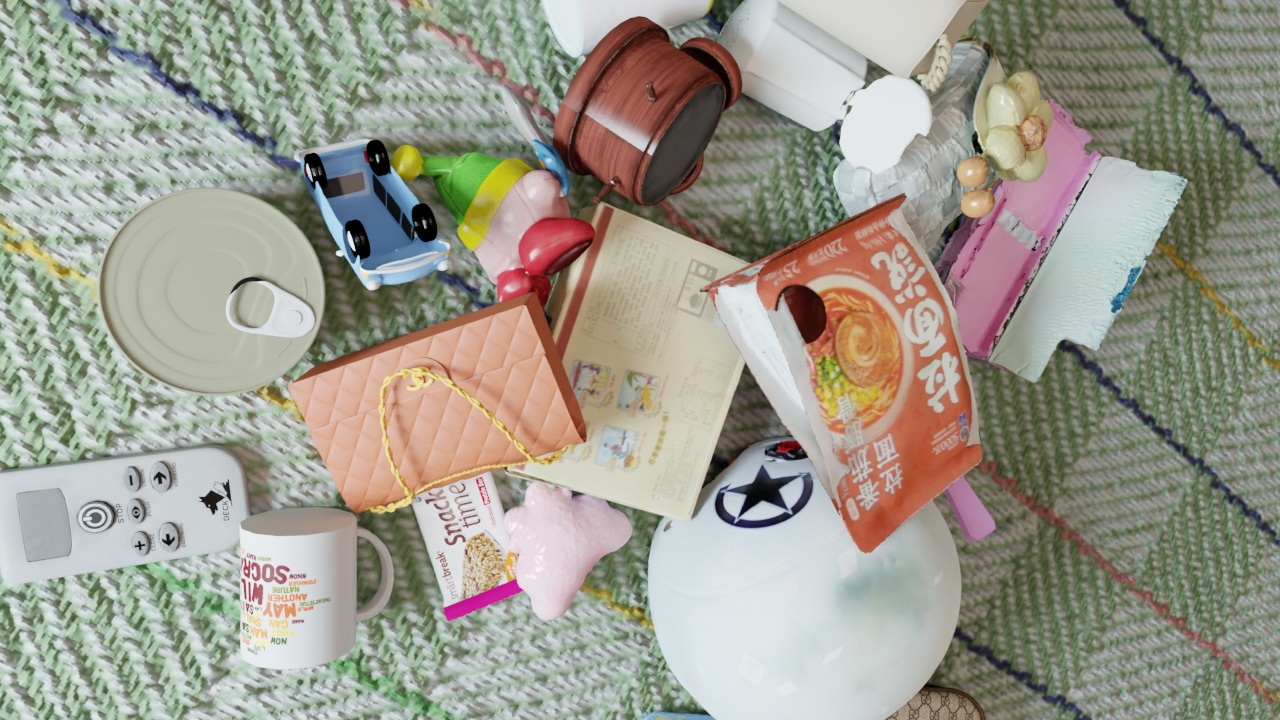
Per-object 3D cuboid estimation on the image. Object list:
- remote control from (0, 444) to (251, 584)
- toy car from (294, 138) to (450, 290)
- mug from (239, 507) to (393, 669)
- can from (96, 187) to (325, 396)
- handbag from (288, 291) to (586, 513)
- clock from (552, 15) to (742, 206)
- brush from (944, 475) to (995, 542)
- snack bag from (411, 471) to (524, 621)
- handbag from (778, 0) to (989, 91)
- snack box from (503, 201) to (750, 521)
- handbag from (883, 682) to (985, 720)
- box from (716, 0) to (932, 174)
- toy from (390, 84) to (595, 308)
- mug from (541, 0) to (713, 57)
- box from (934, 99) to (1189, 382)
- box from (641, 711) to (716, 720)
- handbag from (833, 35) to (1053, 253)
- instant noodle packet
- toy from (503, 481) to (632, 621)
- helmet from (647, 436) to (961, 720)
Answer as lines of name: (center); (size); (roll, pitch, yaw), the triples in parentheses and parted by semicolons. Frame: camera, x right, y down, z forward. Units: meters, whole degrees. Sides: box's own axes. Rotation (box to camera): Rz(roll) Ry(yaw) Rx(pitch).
remote control: (-0.344, 0.101, 0.614); (0.151, 0.019, 0.074); (-6, 98, -19)
toy car: (-0.175, -0.094, 0.596); (0.056, 0.153, 0.055); (-20, 139, -25)
mug: (-0.222, 0.153, 0.638); (0.105, 0.074, 0.089); (-3, 97, -40)
can: (-0.272, -0.045, 0.594); (0.127, 0.073, 0.128); (-2, 96, -19)
handbag: (-0.136, 0.036, 0.626); (0.172, 0.060, 0.109); (-18, 105, 8)
clock: (0.011, -0.174, 0.656); (0.072, 0.157, 0.121); (37, 123, 13)
brush: (0.233, 0.039, 0.752); (0.089, 0.043, 0.228); (-23, 80, -27)
snack bag: (-0.142, 0.096, 0.686); (0.070, 0.016, 0.196); (-18, 102, -15)
handbag: (0.144, -0.293, 0.655); (0.210, 0.208, 0.104); (29, 130, -9)
snack box: (-0.004, 0.004, 0.704); (0.153, 0.055, 0.207); (19, 89, -20)
handbag: (0.231, 0.352, 0.804); (0.166, 0.063, 0.138); (15, 77, -31)
box: (0.134, -0.209, 0.688); (0.136, 0.143, 0.083); (21, 111, -22)
toy: (-0.101, -0.108, 0.637); (0.096, 0.124, 0.131); (-21, 73, -40)
mug: (-0.011, -0.272, 0.657); (0.106, 0.082, 0.082); (-24, 103, -15)
box: (0.357, -0.099, 0.816); (0.159, 0.066, 0.230); (31, 85, 4)
box: (0.087, 0.363, 0.779); (0.209, 0.049, 0.120); (12, 93, -22)
handbag: (0.249, -0.161, 0.740); (0.171, 0.123, 0.112); (-44, 123, -9)
instant noodle packet: (0.165, 0.010, 0.681); (0.164, 0.084, 0.221); (-27, 95, -33)
toy: (-0.063, 0.138, 0.699); (0.093, 0.050, 0.102); (45, 71, -18)
helmet: (0.150, 0.186, 0.722); (0.263, 0.164, 0.236); (-22, 104, -17)
